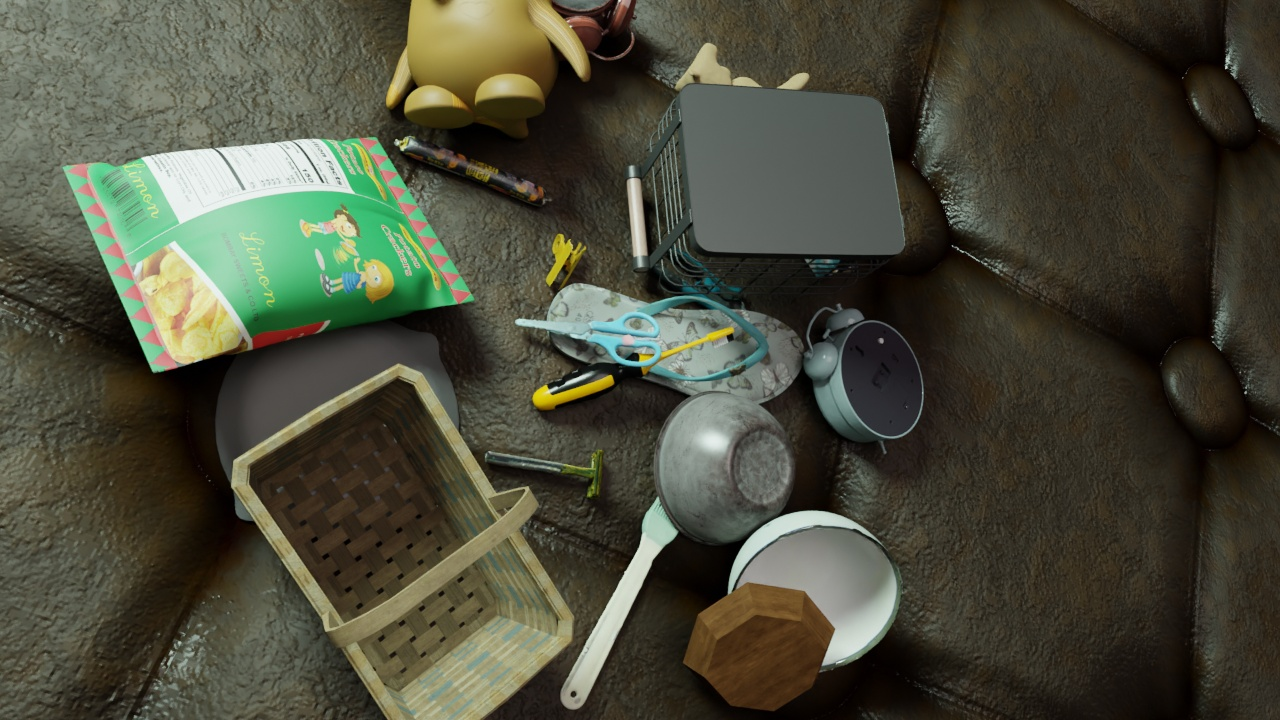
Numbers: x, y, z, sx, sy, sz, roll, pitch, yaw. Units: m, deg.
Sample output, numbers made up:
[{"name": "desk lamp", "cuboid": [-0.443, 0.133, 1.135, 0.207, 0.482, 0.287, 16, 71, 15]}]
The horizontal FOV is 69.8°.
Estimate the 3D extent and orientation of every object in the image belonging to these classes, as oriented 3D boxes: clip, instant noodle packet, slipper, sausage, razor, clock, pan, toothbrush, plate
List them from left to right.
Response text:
[{"name": "instant noodle packet", "cuboid": [-0.285, -0.097, 0.729, 0.252, 0.091, 0.195, -18, 65, -38]}, {"name": "pan", "cuboid": [-0.287, 0.003, 0.749, 0.354, 0.024, 0.216, 44, 62, -5]}, {"name": "sausage", "cuboid": [-0.156, -0.179, 0.867, 0.155, 0.020, 0.020, 19, 67, -17]}, {"name": "razor", "cuboid": [-0.085, 0.093, 0.810, 0.106, 0.026, 0.042, 11, 71, -16]}, {"name": "clock", "cuboid": [-0.072, -0.366, 0.934, 0.157, 0.072, 0.120, 48, 62, -2]}, {"name": "clip", "cuboid": [-0.064, -0.097, 0.871, 0.039, 0.053, 0.047, 21, 37, -17]}, {"name": "toothbrush", "cuboid": [-0.005, 0.005, 0.839, 0.196, 0.031, 0.031, -20, 111, -8]}, {"name": "slipper", "cuboid": [0.044, -0.012, 0.877, 0.268, 0.055, 0.098, 9, 83, -18]}, {"name": "plate", "cuboid": [0.105, 0.254, 0.791, 0.131, 0.025, 0.131, -2, 112, -5]}, {"name": "clock", "cuboid": [0.226, 0.014, 0.942, 0.159, 0.045, 0.122, 47, 56, -14]}]

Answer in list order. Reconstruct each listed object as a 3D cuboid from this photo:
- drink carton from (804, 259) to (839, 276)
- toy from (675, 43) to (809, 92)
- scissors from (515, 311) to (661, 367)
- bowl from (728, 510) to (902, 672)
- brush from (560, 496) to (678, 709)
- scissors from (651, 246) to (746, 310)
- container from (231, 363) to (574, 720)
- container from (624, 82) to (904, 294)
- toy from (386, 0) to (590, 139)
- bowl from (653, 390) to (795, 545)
[{"name": "drink carton", "cuboid": [0.176, -0.149, 0.990, 0.044, 0.039, 0.129, -36, 89, -29]}, {"name": "toy", "cuboid": [0.094, -0.277, 0.970, 0.108, 0.134, 0.105, 35, 21, -8]}, {"name": "scissors", "cuboid": [-0.047, -0.029, 0.835, 0.138, 0.015, 0.063, 13, 58, -1]}, {"name": "bowl", "cuboid": [0.150, 0.198, 0.827, 0.153, 0.072, 0.153, -1, 111, -4]}, {"name": "brush", "cuboid": [-0.012, 0.204, 0.811, 0.033, 0.012, 0.217, 35, 64, -10]}, {"name": "scissors", "cuboid": [0.076, -0.072, 0.934, 0.129, 0.019, 0.137, -12, 80, -27]}, {"name": "container", "cuboid": [-0.160, 0.140, 0.648, 0.157, 0.187, 0.250, -34, 99, -28]}, {"name": "container", "cuboid": [0.120, -0.155, 0.882, 0.241, 0.130, 0.162, -1, 76, -17]}, {"name": "toy", "cuboid": [-0.146, -0.320, 0.830, 0.199, 0.162, 0.203, -3, 88, 15]}, {"name": "bowl", "cuboid": [0.090, 0.098, 0.838, 0.144, 0.067, 0.145, 4, 82, -33]}]
